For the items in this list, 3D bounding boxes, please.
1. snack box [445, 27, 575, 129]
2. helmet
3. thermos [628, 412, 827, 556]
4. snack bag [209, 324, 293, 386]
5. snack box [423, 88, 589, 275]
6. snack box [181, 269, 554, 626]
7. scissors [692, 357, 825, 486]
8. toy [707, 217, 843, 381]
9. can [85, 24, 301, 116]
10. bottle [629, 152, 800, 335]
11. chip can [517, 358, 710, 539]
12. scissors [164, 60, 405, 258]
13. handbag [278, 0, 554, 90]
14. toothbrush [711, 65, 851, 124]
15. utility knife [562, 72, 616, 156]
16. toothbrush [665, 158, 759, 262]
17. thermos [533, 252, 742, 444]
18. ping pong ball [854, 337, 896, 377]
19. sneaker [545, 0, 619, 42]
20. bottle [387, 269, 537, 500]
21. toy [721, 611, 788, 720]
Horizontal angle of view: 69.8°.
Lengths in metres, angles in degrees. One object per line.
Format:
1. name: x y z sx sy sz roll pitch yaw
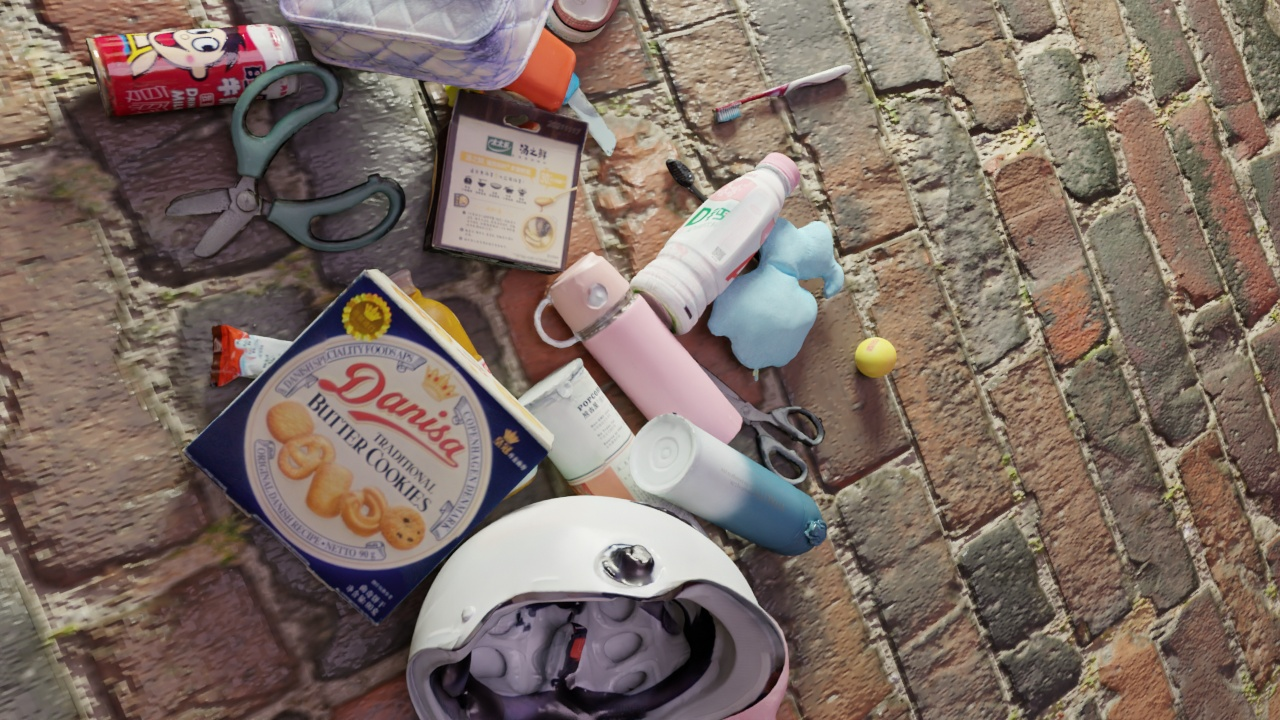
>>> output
1. snack box: -0.106 -0.235 0.757 0.080 0.091 0.082 25 70 -29
2. helmet: -0.039 0.187 0.674 0.258 0.145 0.229 -9 130 -8
3. thermos: 0.082 0.111 0.767 0.220 0.070 0.070 32 68 -43
4. snack bag: -0.261 0.001 0.678 0.104 0.026 0.048 5 87 -27
5. snack box: -0.110 -0.142 0.751 0.113 0.053 0.125 9 87 -25
6. snack box: -0.188 0.060 0.650 0.178 0.046 0.182 44 91 -7
7. scissors: 0.099 0.055 0.857 0.170 0.014 0.150 -4 83 -27
8. toy: 0.130 -0.059 0.868 0.161 0.050 0.156 1 87 -30
9. can: -0.320 -0.212 0.665 0.132 0.053 0.053 -16 90 -27
10. bottle: 0.074 -0.111 0.828 0.068 0.068 0.196 47 71 -13
11. chip can: -0.015 0.104 0.760 0.071 0.071 0.215 -41 101 -25
12. scissors: -0.255 -0.126 0.691 0.176 0.019 0.175 39 85 -31
13. handbag: -0.164 -0.283 0.686 0.194 0.075 0.134 13 71 16
14. toothbrush: 0.147 -0.271 0.928 0.187 0.016 0.017 -25 102 -27
15. utility knife: -0.086 -0.266 0.809 0.034 0.018 0.204 -42 102 -13
16. toothbrush: 0.092 -0.125 0.878 0.189 0.018 0.014 43 75 -16
17. thermos: -0.005 0.005 0.786 0.087 0.067 0.198 -43 103 -6
18. ping pong ball: 0.235 -0.003 0.917 0.040 0.040 0.040 4 81 -26
19. sneaker: -0.020 -0.403 0.823 0.118 0.088 0.240 24 74 -21
20. bottle: -0.148 0.021 0.708 0.067 0.068 0.189 -32 97 -27
21. toy: 0.076 0.289 0.788 0.121 0.054 0.159 -4 84 -20
